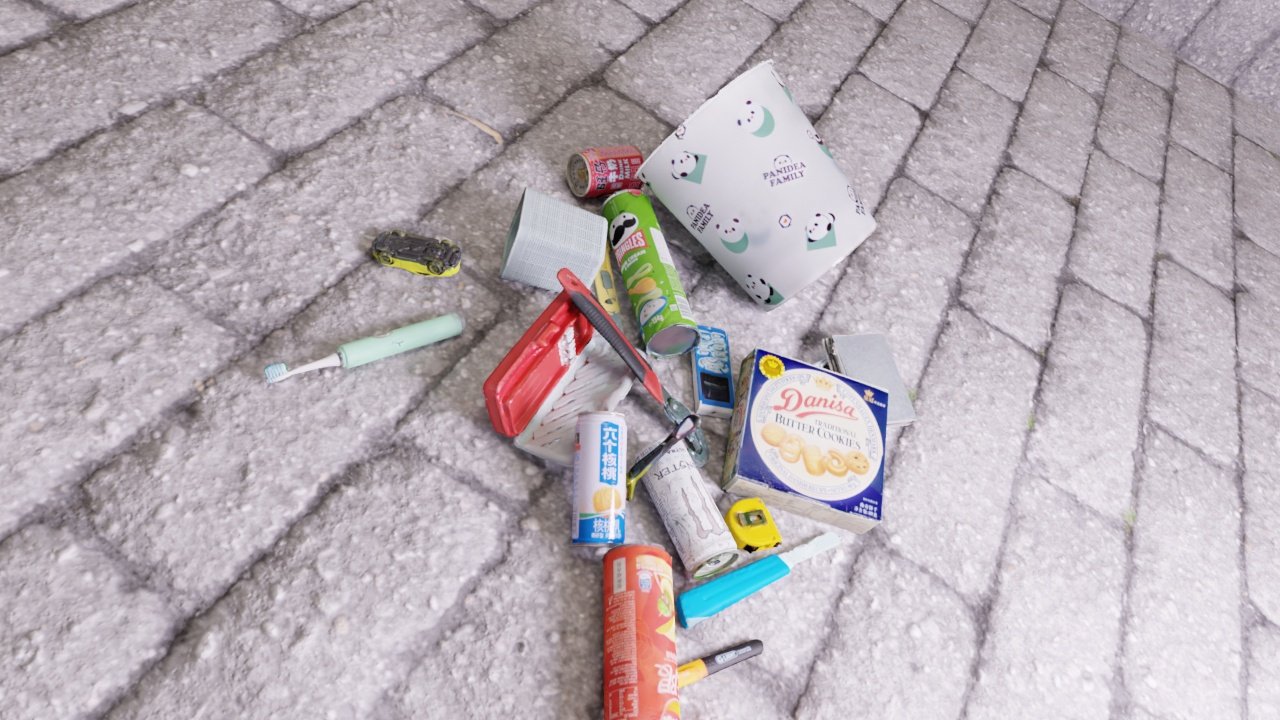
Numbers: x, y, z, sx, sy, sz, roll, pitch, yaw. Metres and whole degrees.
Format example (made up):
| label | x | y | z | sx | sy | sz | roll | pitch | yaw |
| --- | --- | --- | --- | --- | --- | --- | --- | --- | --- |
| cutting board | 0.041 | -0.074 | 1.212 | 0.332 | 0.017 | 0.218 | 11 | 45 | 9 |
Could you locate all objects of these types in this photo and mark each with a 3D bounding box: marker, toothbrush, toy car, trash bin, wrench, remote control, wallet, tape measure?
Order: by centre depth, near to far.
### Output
| label | x | y | z | sx | sy | sz | roll | pitch | yaw |
| --- | --- | --- | --- | --- | --- | --- | --- | --- | --- |
| marker | 0.071 | 0.295 | 0.892 | 0.123 | 0.015 | 0.018 | -9 | 61 | -32 |
| toothbrush | -0.289 | -0.012 | 0.981 | 0.223 | 0.027 | 0.026 | -20 | 24 | -35 |
| tape measure | 0.121 | 0.179 | 1.001 | 0.057 | 0.029 | 0.060 | -6 | 55 | -27 |
| wrench | -0.006 | 0.006 | 1.034 | 0.273 | 0.016 | 0.056 | 53 | 30 | -5 |
| toy car | -0.264 | -0.123 | 1.081 | 0.105 | 0.032 | 0.048 | 13 | 48 | 1 |
| remote control | 0.087 | 0.013 | 1.127 | 0.049 | 0.024 | 0.124 | 10 | 52 | -16 |
| trash bin | 0.157 | -0.216 | 1.195 | 0.252 | 0.230 | 0.228 | 51 | 49 | -2 |
| wallet | 0.293 | 0.028 | 1.196 | 0.106 | 0.037 | 0.129 | -4 | 66 | -25 |
| marker | 0.254 | 0.001 | 1.216 | 0.145 | 0.017 | 0.017 | -22 | 64 | -36 |

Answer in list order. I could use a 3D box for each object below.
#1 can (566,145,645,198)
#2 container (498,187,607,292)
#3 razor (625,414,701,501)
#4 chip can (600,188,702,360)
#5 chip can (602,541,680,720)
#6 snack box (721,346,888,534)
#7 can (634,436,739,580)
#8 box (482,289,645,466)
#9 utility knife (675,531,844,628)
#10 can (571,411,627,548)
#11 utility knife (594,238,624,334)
| label | x | y | z | sx | sy | sz | roll | pitch | yaw |
| --- | --- | --- | --- | --- | --- | --- | --- | --- | --- |
| can | -0.047 | -0.260 | 1.265 | 0.093 | 0.067 | 0.066 | -13 | 59 | -32 |
| container | -0.105 | -0.141 | 1.129 | 0.111 | 0.090 | 0.089 | 16 | 48 | -15 |
| razor | 0.009 | 0.106 | 0.956 | 0.143 | 0.022 | 0.042 | -43 | 66 | 1 |
| chip can | 0.011 | -0.113 | 1.165 | 0.072 | 0.072 | 0.235 | -1 | 53 | -25 |
| chip can | -0.001 | 0.277 | 0.837 | 0.073 | 0.073 | 0.216 | 10 | 49 | -16 |
| snack box | 0.197 | 0.091 | 1.078 | 0.178 | 0.046 | 0.182 | 18 | 58 | -9 |
| can | 0.048 | 0.154 | 0.969 | 0.058 | 0.058 | 0.146 | -10 | 57 | -30 |
| box | -0.074 | 0.014 | 1.006 | 0.100 | 0.110 | 0.200 | 10 | 41 | 23 |
| utility knife | 0.132 | 0.225 | 0.974 | 0.233 | 0.018 | 0.034 | -16 | 59 | -32 |
| can | -0.041 | 0.121 | 0.925 | 0.053 | 0.053 | 0.134 | 5 | 77 | -20 |
| utility knife | -0.043 | -0.095 | 1.170 | 0.031 | 0.021 | 0.201 | 0 | 57 | -16 |
